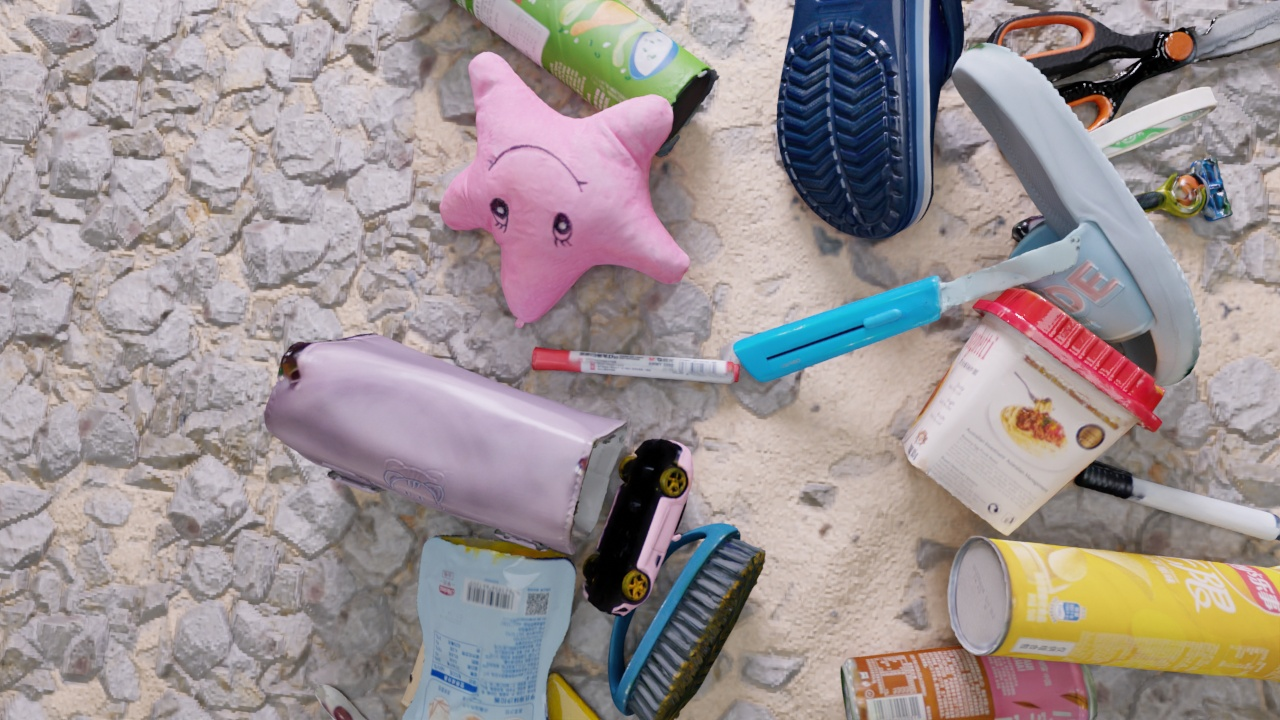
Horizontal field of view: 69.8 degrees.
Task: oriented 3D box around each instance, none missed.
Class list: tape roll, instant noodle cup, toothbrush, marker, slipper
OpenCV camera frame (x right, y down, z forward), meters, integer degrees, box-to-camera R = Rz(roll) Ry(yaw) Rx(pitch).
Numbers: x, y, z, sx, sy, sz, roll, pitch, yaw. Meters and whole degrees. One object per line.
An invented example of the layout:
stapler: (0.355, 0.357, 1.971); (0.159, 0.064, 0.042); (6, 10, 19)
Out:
tape roll: (0.318, -0.148, 0.586); (0.086, 0.086, 0.014); (-20, 85, 4)
instant noodle cup: (0.235, 0.033, 0.575); (0.116, 0.116, 0.124); (38, 102, 6)
toothbrush: (-0.162, 0.296, 0.636); (0.187, 0.017, 0.016); (44, 90, 6)
marker: (0.353, 0.091, 0.601); (0.131, 0.018, 0.022); (15, 78, 6)
marker: (-0.004, 0.004, 0.641); (0.145, 0.017, 0.017); (4, 87, 5)
slipper: (0.258, -0.081, 0.565); (0.074, 0.104, 0.245); (-34, 96, 14)
slipper: (0.156, -0.209, 0.606); (0.095, 0.105, 0.253); (-9, 102, -37)

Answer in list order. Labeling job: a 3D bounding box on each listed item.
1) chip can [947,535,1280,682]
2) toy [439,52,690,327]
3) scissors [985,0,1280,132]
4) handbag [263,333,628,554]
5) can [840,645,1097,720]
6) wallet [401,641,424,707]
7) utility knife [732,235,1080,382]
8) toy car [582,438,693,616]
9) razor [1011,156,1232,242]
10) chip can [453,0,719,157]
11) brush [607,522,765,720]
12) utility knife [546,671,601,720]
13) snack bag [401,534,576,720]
chip can: (0.300, 0.151, 0.552); (0.213, 0.072, 0.072); (6, 87, -8)
toy: (-0.053, -0.102, 0.619); (0.195, 0.074, 0.179); (22, 111, 18)
scissors: (0.348, -0.192, 0.622); (0.234, 0.021, 0.152); (8, 94, 2)
handbag: (-0.117, 0.051, 0.585); (0.197, 0.145, 0.098); (18, 85, 7)
can: (0.206, 0.212, 0.587); (0.147, 0.058, 0.058); (-8, 85, 5)
wallet: (-0.108, 0.198, 0.636); (0.087, 0.024, 0.115); (19, 87, 11)
utility knife: (0.160, -0.031, 0.577); (0.226, 0.018, 0.034); (-21, 94, 32)
toy car: (0.001, 0.111, 0.614); (0.037, 0.056, 0.122); (28, 78, -34)
razor: (0.322, -0.102, 0.615); (0.143, 0.022, 0.042); (-12, 84, 5)
chip can: (-0.060, -0.238, 0.635); (0.236, 0.072, 0.072); (38, 90, 6)
brush: (0.022, 0.170, 0.611); (0.073, 0.055, 0.144); (31, 90, 28)
utility knife: (-0.015, 0.274, 0.625); (0.033, 0.015, 0.156); (-43, 83, -5)
snack bag: (-0.104, 0.216, 0.604); (0.110, 0.039, 0.191); (7, 90, 3)
